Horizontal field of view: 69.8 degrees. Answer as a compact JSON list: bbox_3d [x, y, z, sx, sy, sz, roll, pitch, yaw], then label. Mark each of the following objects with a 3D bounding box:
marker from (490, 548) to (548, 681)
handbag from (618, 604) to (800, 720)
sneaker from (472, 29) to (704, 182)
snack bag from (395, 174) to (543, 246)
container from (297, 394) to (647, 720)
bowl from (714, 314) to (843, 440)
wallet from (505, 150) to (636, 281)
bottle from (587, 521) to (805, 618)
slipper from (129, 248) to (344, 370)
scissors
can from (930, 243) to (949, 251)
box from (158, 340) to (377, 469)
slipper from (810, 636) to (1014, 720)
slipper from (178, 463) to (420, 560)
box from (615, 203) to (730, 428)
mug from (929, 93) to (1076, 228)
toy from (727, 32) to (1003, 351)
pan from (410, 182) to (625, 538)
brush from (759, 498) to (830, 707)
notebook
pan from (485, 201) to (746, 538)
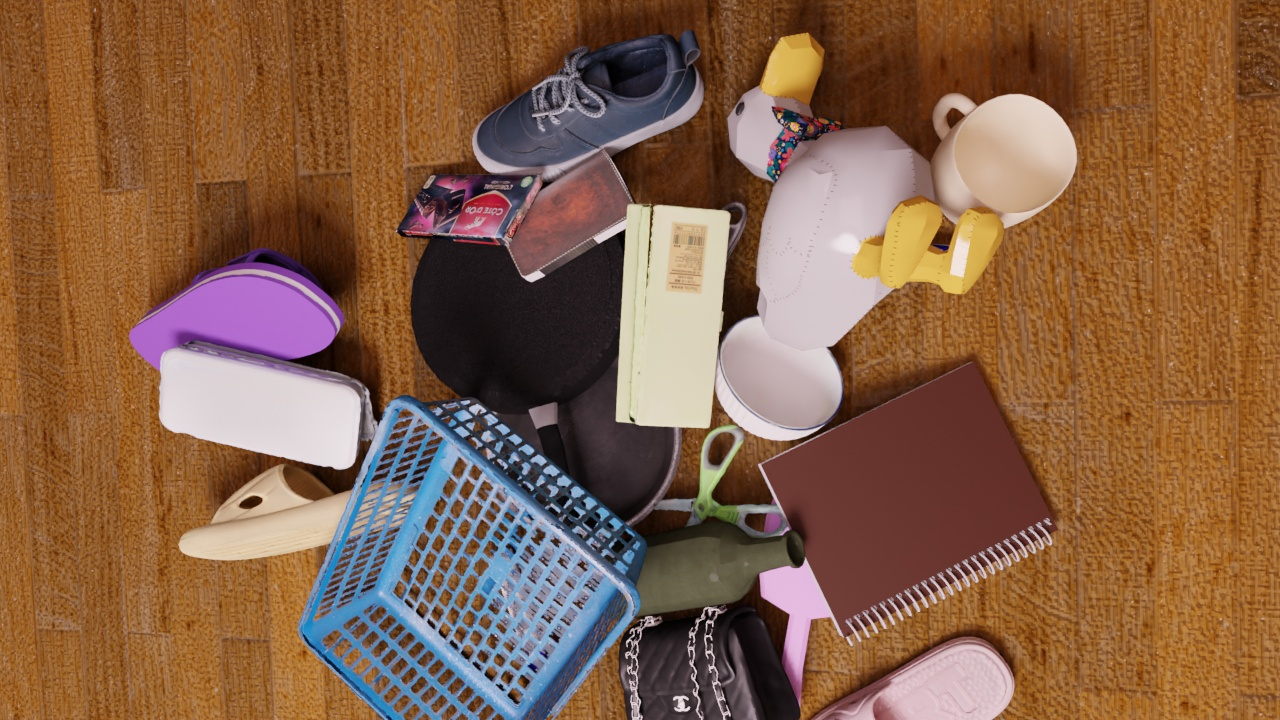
[{"bbox_3d":[-0.119,0.255,0.917,0.027,0.023,0.133,-21,88,35],"label":"marker"},{"bbox_3d":[0.042,0.289,0.816,0.154,0.114,0.125,-23,77,41],"label":"handbag"},{"bbox_3d":[-0.054,-0.234,0.835,0.236,0.087,0.089,-18,72,12],"label":"sneaker"},{"bbox_3d":[-0.163,-0.144,0.868,0.155,0.018,0.074,9,64,36],"label":"snack bag"},{"bbox_3d":[-0.153,0.212,0.830,0.257,0.089,0.363,39,125,10],"label":"container"},{"bbox_3d":[0.114,0.024,0.817,0.118,0.117,0.062,42,142,8],"label":"bowl"},{"bbox_3d":[-0.067,-0.131,0.840,0.123,0.019,0.072,-30,72,9],"label":"wallet"},{"bbox_3d":[0.048,0.183,0.814,0.207,0.071,0.071,-20,88,36],"label":"bottle"},{"bbox_3d":[-0.404,-0.056,0.937,0.267,0.083,0.107,-14,129,30],"label":"slipper"},{"bbox_3d":[0.062,0.139,0.844,0.160,0.024,0.172,32,117,19],"label":"scissors"},{"bbox_3d":[0.228,-0.088,0.809,0.095,0.032,0.032,5,94,13],"label":"can"},{"bbox_3d":[-0.375,0.045,0.909,0.215,0.083,0.123,12,141,10],"label":"box"},{"bbox_3d":[0.225,0.336,0.817,0.239,0.064,0.094,-41,83,11],"label":"slipper"},{"bbox_3d":[-0.336,0.145,0.933,0.262,0.111,0.079,-13,68,10],"label":"slipper"},{"bbox_3d":[0.016,-0.040,0.794,0.091,0.083,0.188,4,98,-16],"label":"box"},{"bbox_3d":[0.282,-0.165,0.756,0.096,0.100,0.120,-38,86,-1],"label":"mug"},{"bbox_3d":[0.152,-0.128,0.753,0.267,0.140,0.247,40,121,48],"label":"toy"},{"bbox_3d":[-0.101,-0.001,0.853,0.225,0.034,0.356,-16,75,13],"label":"pan"},{"bbox_3d":[0.149,0.217,0.838,0.089,0.043,0.229,10,95,13],"label":"brush"},{"bbox_3d":[0.233,0.122,0.793,0.209,0.022,0.171,-25,86,-5],"label":"notebook"},{"bbox_3d":[-0.005,0.005,0.862,0.187,0.055,0.356,35,88,16],"label":"pan"}]
